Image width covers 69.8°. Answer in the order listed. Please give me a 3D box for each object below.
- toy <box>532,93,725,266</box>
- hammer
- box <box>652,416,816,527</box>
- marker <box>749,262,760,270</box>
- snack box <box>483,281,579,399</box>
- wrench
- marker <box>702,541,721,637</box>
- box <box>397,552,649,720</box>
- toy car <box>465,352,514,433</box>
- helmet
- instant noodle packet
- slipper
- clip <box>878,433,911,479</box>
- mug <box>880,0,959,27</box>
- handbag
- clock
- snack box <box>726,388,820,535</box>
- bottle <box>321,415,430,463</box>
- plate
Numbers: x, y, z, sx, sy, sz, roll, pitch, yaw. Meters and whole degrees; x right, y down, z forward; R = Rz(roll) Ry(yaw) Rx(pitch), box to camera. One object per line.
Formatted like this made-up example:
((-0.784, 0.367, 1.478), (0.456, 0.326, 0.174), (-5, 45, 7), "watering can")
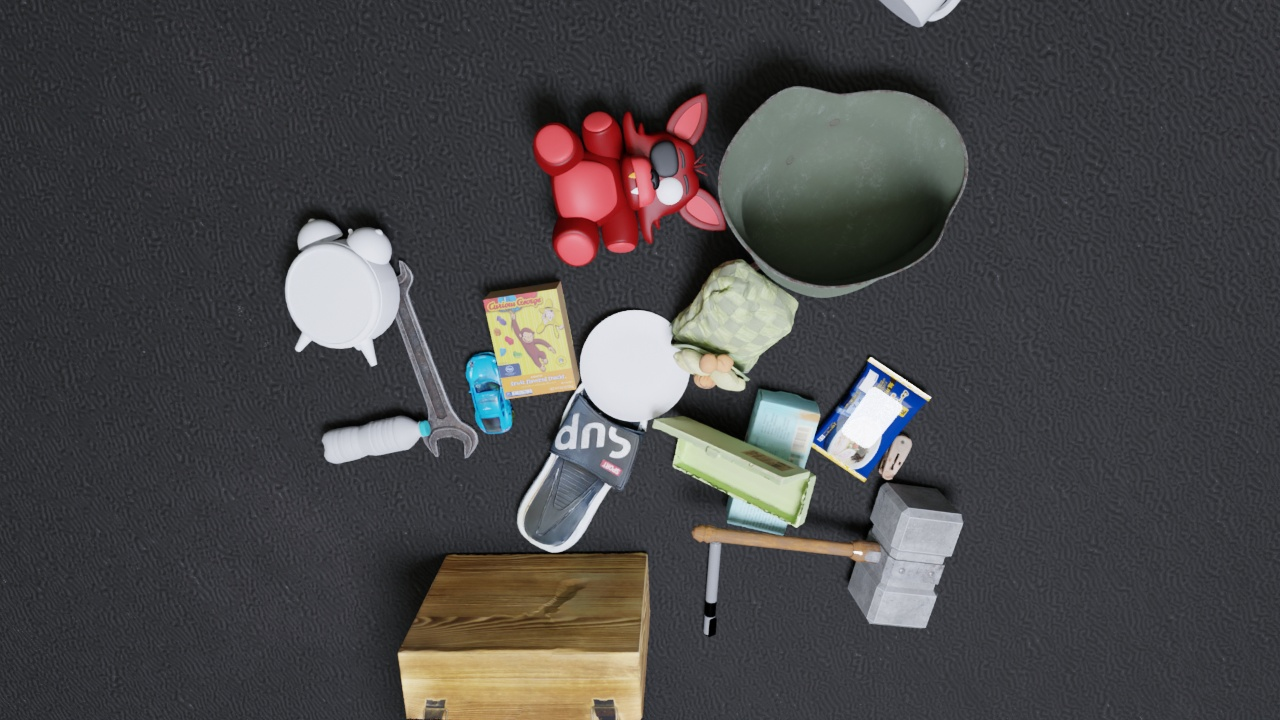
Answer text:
((-0.011, -0.199, 1.017), (0.197, 0.120, 0.158), (-11, 104, -2), "toy")
((0.215, 0.227, 1.121), (0.317, 0.083, 0.163), (8, 108, -12), "hammer")
((0.104, 0.132, 1.084), (0.188, 0.097, 0.082), (23, 109, 37), "box")
((0.184, -0.134, 1.076), (0.142, 0.012, 0.013), (-26, 105, 11), "marker")
((-0.131, -0.024, 1.113), (0.088, 0.040, 0.126), (-8, 107, 6), "snack box")
((-0.272, 0.001, 1.146), (0.070, 0.010, 0.273), (-14, 106, 8), "wrench")
((0.095, 0.302, 1.219), (0.016, 0.016, 0.141), (3, 108, 2), "marker")
((-0.126, 0.451, 1.134), (0.279, 0.286, 0.337), (0, 105, 3), "box")
((-0.189, 0.043, 1.143), (0.048, 0.032, 0.105), (-6, 106, 6), "toy car")
((0.213, -0.165, 0.979), (0.267, 0.154, 0.227), (-34, 74, -7), "helmet")
((0.279, 0.074, 1.128), (0.087, 0.026, 0.134), (34, 107, 2), "instant noodle packet")
((-0.073, 0.135, 1.152), (0.111, 0.063, 0.264), (29, 108, -6), "slipper")
((0.317, 0.120, 1.147), (0.025, 0.049, 0.061), (20, 68, -2), "clip")
((0.297, -0.403, 0.950), (0.121, 0.091, 0.090), (28, 110, -40), "mug")
((0.097, -0.028, 1.035), (0.113, 0.187, 0.116), (25, 66, -4), "handbag")
((-0.350, -0.084, 1.094), (0.125, 0.072, 0.161), (11, 106, 13), "clock")
((0.162, 0.126, 1.140), (0.075, 0.053, 0.175), (12, 107, -1), "snack box")
((-0.332, 0.098, 1.160), (0.136, 0.044, 0.044), (-12, 107, 9), "bottle")
((-0.006, 0.006, 1.115), (0.134, 0.011, 0.134), (0, 90, -8), "plate")
